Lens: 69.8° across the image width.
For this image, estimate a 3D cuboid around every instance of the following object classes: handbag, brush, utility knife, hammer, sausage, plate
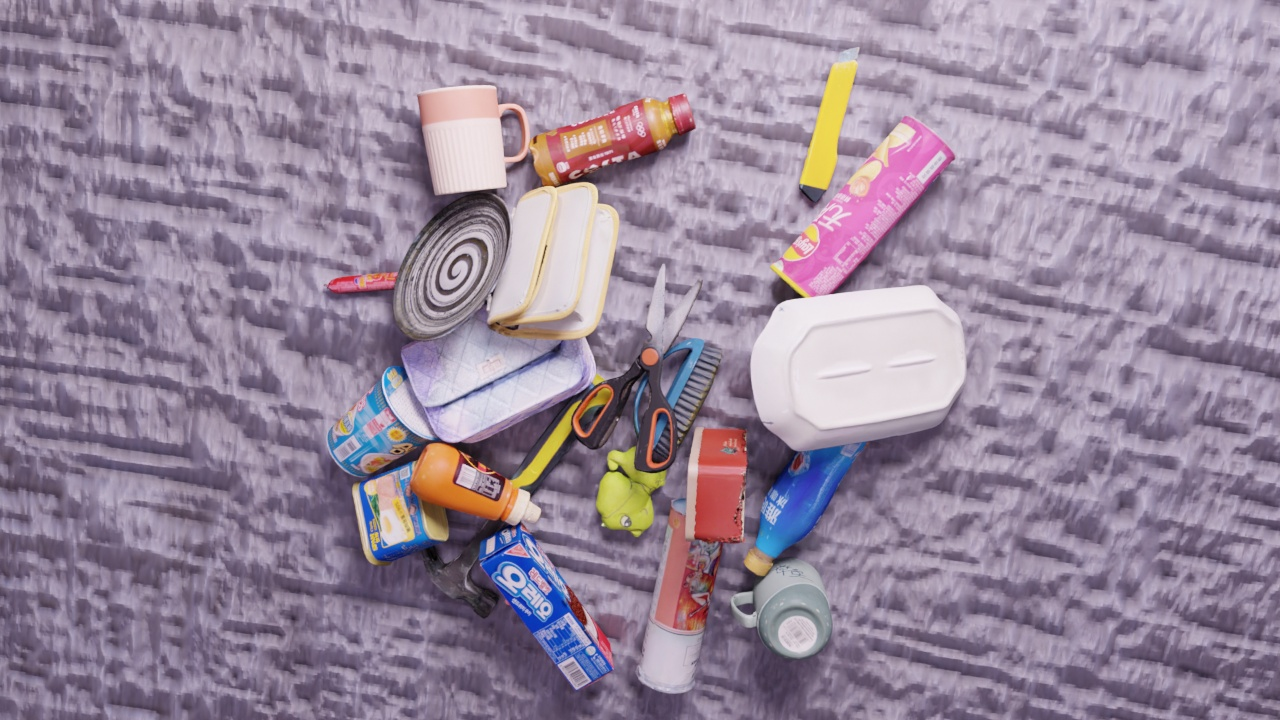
[{"bbox_3d":[-0.122,-0.106,0.972,0.179,0.063,0.163,-1,65,24],"label":"handbag"},{"bbox_3d":[0.034,0.039,1.027,0.073,0.055,0.144,25,101,-1],"label":"brush"},{"bbox_3d":[0.204,-0.252,0.982,0.033,0.015,0.168,14,100,-4],"label":"utility knife"},{"bbox_3d":[-0.142,0.147,1.072,0.126,0.032,0.324,36,101,-4],"label":"hammer"},{"bbox_3d":[-0.155,0.002,1.018,0.194,0.075,0.134,-27,79,7],"label":"handbag"},{"bbox_3d":[-0.285,-0.090,1.046,0.156,0.020,0.020,-3,100,4],"label":"sausage"},{"bbox_3d":[0.241,0.007,0.962,0.265,0.034,0.162,-6,94,-20],"label":"plate"},{"bbox_3d":[-0.198,-0.098,0.984,0.179,0.179,0.024,-46,137,10],"label":"plate"}]

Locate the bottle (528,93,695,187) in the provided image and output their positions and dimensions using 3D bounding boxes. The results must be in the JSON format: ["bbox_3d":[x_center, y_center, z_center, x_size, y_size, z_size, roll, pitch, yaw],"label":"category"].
[{"bbox_3d":[-0.029,-0.238,0.980,0.175,0.057,0.057,-18,98,7],"label":"bottle"}]

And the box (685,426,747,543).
[{"bbox_3d":[0.091,0.132,0.983,0.077,0.168,0.091,3,100,6],"label":"box"}]

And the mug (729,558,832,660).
[{"bbox_3d":[0.157,0.282,1.037,0.112,0.106,0.082,-3,101,5],"label":"mug"}]

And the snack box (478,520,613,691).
[{"bbox_3d":[-0.107,0.284,1.061,0.057,0.058,0.207,-31,108,4],"label":"snack box"}]

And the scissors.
[{"bbox_3d":[0.016,0.019,1.000,0.227,0.021,0.198,-39,80,14],"label":"scissors"}]

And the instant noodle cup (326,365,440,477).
[{"bbox_3d":[-0.294,0.077,1.043,0.110,0.099,0.099,-34,96,16],"label":"instant noodle cup"}]

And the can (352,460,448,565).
[{"bbox_3d":[-0.274,0.174,1.055,0.083,0.057,0.102,-22,70,13],"label":"can"}]

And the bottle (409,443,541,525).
[{"bbox_3d":[-0.179,0.146,1.025,0.149,0.066,0.067,26,101,-16],"label":"bottle"}]

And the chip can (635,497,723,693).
[{"bbox_3d":[0.048,0.270,1.061,0.071,0.071,0.215,11,100,2],"label":"chip can"}]

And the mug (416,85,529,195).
[{"bbox_3d":[-0.175,-0.237,0.986,0.114,0.082,0.106,-11,103,-24],"label":"mug"}]

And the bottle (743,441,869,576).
[{"bbox_3d":[0.184,0.146,1.032,0.065,0.065,0.219,29,102,-2],"label":"bottle"}]

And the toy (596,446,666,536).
[{"bbox_3d":[-0.014,0.151,1.064,0.100,0.031,0.096,-43,95,6],"label":"toy"}]

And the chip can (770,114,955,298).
[{"bbox_3d":[0.234,-0.155,0.970,0.071,0.071,0.211,40,100,-4],"label":"chip can"}]
